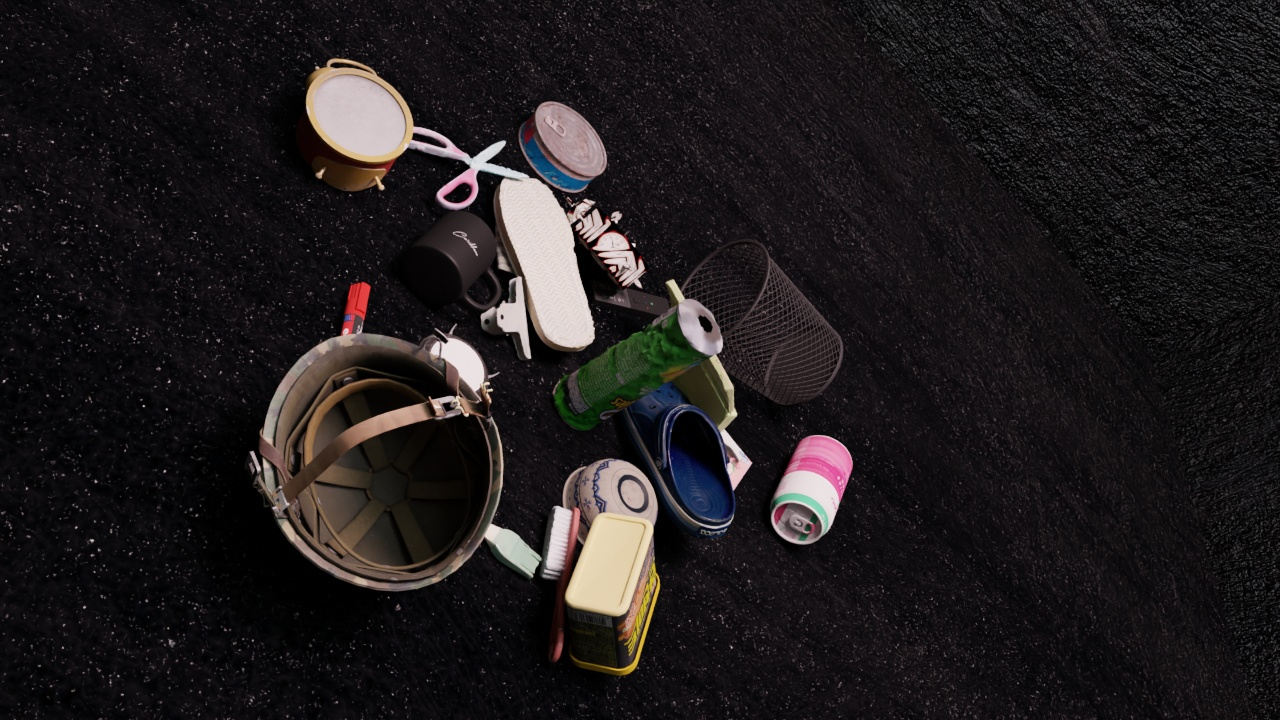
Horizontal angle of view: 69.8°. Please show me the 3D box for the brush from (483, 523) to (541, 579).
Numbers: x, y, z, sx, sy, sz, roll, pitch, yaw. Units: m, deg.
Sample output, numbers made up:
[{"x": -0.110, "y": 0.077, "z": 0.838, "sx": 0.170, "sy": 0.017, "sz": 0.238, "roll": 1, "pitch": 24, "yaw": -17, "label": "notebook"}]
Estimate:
[{"x": -0.188, "y": 0.149, "z": 0.941, "sx": 0.217, "sy": 0.012, "sz": 0.033, "roll": 42, "pitch": 39, "yaw": -14, "label": "brush"}]

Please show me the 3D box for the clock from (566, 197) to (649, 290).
[{"x": -0.047, "y": -0.171, "z": 1.256, "sx": 0.154, "sy": 0.065, "sz": 0.114, "roll": 50, "pitch": -1, "yaw": 18, "label": "clock"}]

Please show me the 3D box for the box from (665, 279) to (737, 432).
[{"x": 0.073, "y": 0.000, "z": 1.217, "sx": 0.048, "sy": 0.141, "sz": 0.187, "roll": -15, "pitch": 56, "yaw": -20, "label": "box"}]

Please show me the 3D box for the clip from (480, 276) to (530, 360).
[{"x": -0.162, "y": -0.049, "z": 1.098, "sx": 0.054, "sy": 0.041, "sz": 0.101, "roll": -4, "pitch": 86, "yaw": -45, "label": "clip"}]

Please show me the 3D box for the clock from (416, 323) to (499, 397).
[{"x": -0.210, "y": 0.016, "z": 0.991, "sx": 0.091, "sy": 0.044, "sz": 0.122, "roll": 49, "pitch": 37, "yaw": -7, "label": "clock"}]

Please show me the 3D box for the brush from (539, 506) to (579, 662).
[{"x": -0.091, "y": 0.231, "z": 0.968, "sx": 0.030, "sy": 0.041, "sz": 0.172, "roll": 17, "pitch": 51, "yaw": -16, "label": "brush"}]

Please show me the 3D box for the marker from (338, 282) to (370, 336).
[{"x": -0.298, "y": -0.018, "z": 0.938, "sx": 0.021, "sy": 0.024, "sz": 0.144, "roll": 33, "pitch": 42, "yaw": -37, "label": "marker"}]

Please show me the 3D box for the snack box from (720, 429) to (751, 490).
[{"x": 0.085, "y": 0.148, "z": 1.220, "sx": 0.088, "sy": 0.033, "sz": 0.153, "roll": 50, "pitch": 37, "yaw": -3, "label": "snack box"}]

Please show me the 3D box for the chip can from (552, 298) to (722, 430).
[{"x": -0.006, "y": 0.007, "z": 1.069, "sx": 0.075, "sy": 0.224, "sz": 0.075, "roll": 28, "pitch": 46, "yaw": -34, "label": "chip can"}]

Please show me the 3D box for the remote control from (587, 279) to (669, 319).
[{"x": -0.013, "y": -0.084, "z": 1.306, "sx": 0.149, "sy": 0.013, "sz": 0.034, "roll": 11, "pitch": 55, "yaw": -42, "label": "remote control"}]

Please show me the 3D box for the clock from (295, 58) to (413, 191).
[{"x": -0.330, "y": -0.273, "z": 1.047, "sx": 0.117, "sy": 0.081, "sz": 0.158, "roll": 6, "pitch": 67, "yaw": -32, "label": "clock"}]

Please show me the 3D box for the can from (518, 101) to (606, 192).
[{"x": -0.113, "y": -0.313, "z": 1.345, "sx": 0.130, "sy": 0.044, "sz": 0.129, "roll": 27, "pitch": 45, "yaw": -31, "label": "can"}]

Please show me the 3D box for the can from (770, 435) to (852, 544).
[{"x": 0.246, "y": 0.184, "z": 1.320, "sx": 0.088, "sy": 0.088, "sz": 0.165, "roll": 49, "pitch": 37, "yaw": -8, "label": "can"}]

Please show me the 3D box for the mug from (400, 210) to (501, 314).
[{"x": -0.208, "y": -0.105, "z": 1.058, "sx": 0.113, "sy": 0.078, "sz": 0.087, "roll": 48, "pitch": 37, "yaw": -15, "label": "mug"}]

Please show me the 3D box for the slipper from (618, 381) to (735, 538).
[{"x": 0.055, "y": 0.099, "z": 1.132, "sx": 0.105, "sy": 0.095, "sz": 0.252, "roll": -2, "pitch": 47, "yaw": -28, "label": "slipper"}]

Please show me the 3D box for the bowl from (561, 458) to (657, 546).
[{"x": -0.027, "y": 0.165, "z": 1.062, "sx": 0.115, "sy": 0.059, "sz": 0.115, "roll": 27, "pitch": 45, "yaw": -31, "label": "bowl"}]

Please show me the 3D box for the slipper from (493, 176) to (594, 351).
[{"x": -0.128, "y": -0.124, "z": 1.179, "sx": 0.114, "sy": 0.054, "sz": 0.272, "roll": 8, "pitch": 52, "yaw": -40, "label": "slipper"}]

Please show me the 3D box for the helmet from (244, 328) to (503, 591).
[{"x": -0.220, "y": 0.082, "z": 0.776, "sx": 0.192, "sy": 0.237, "sz": 0.224, "roll": -24, "pitch": 91, "yaw": -19, "label": "helmet"}]

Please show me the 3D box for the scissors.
[{"x": -0.232, "y": -0.257, "z": 1.172, "sx": 0.168, "sy": 0.014, "sz": 0.170, "roll": 37, "pitch": 46, "yaw": -1, "label": "scissors"}]

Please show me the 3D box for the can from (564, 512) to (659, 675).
[{"x": -0.028, "y": 0.239, "z": 0.954, "sx": 0.072, "sy": 0.101, "sz": 0.130, "roll": 7, "pitch": 40, "yaw": 13, "label": "can"}]

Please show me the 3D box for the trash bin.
[{"x": 0.181, "y": -0.043, "z": 1.359, "sx": 0.210, "sy": 0.185, "sz": 0.183, "roll": 36, "pitch": 41, "yaw": -32, "label": "trash bin"}]
